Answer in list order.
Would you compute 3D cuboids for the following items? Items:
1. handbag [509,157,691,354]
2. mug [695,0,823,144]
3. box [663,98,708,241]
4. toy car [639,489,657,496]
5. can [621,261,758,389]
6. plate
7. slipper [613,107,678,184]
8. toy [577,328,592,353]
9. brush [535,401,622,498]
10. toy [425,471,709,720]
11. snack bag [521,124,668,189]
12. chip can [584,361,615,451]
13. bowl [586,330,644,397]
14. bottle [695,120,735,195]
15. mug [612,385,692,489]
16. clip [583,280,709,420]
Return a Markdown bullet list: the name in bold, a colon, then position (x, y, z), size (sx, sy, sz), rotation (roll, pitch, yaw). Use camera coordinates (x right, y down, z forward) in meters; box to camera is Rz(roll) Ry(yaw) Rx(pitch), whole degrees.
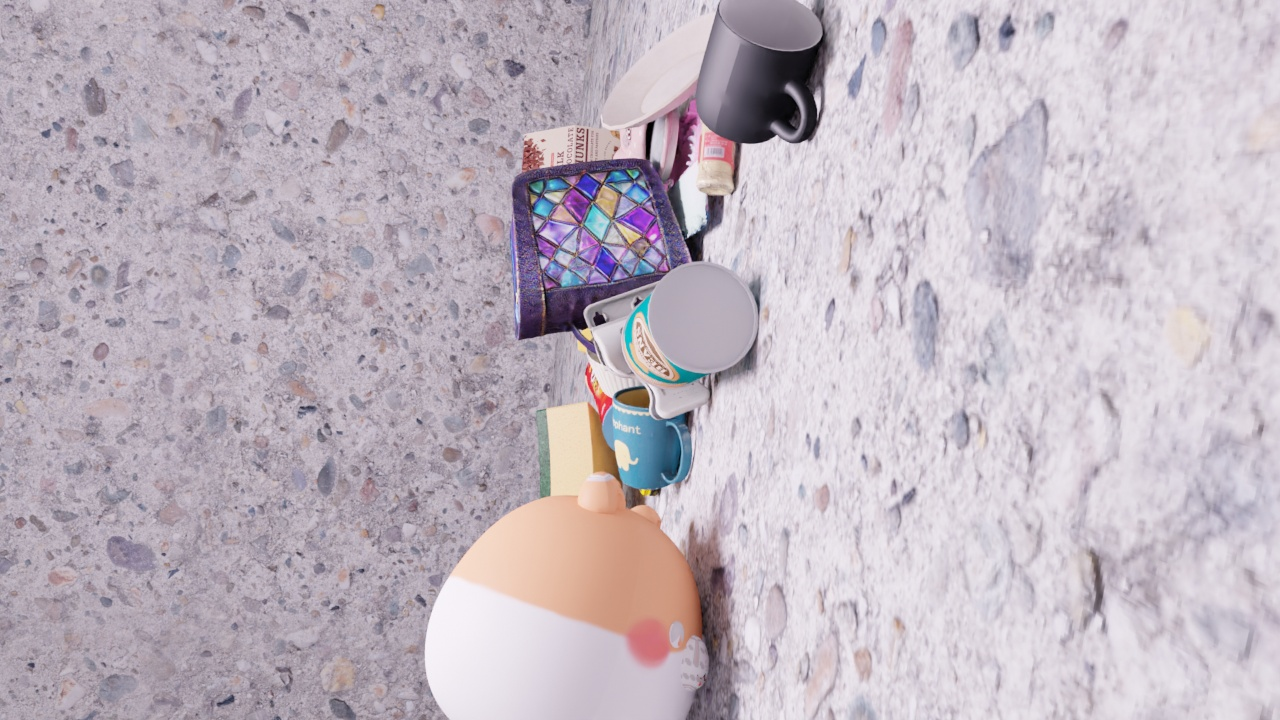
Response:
- **handbag**: position (-0.056, -0.112, 1.088), size (0.126, 0.204, 0.221), rotation (115, 144, -70)
- **mug**: position (0.101, -0.222, 0.737), size (0.121, 0.085, 0.095), rotation (56, 151, 27)
- **box**: position (0.057, -0.216, 1.082), size (0.230, 0.035, 0.159), rotation (167, 109, -79)
- **toy car**: position (0.007, 0.139, 1.194), size (0.107, 0.030, 0.049), rotation (-114, 30, -73)
- **can**: position (0.042, -0.029, 0.873), size (0.144, 0.099, 0.099), rotation (145, 130, -77)
- **plate**: position (0.035, -0.324, 1.049), size (0.189, 0.027, 0.188), rotation (-31, 33, 23)
- **slipper**: position (-0.002, -0.291, 1.188), size (0.274, 0.054, 0.114), rotation (-123, 39, -70)
- **toy**: position (-0.055, -0.153, 1.281), size (0.246, 0.267, 0.141), rotation (-47, 33, 1)
- **brush**: position (-0.079, 0.204, 1.274), size (0.195, 0.075, 0.249), rotation (67, -164, -53)
- **toy**: position (-0.059, 0.256, 0.881), size (0.280, 0.266, 0.263), rotation (-69, -27, -16)
- **snack bag**: position (-0.068, -0.278, 1.334), size (0.070, 0.206, 0.094), rotation (113, 160, -60)
- **chip can**: position (-0.023, 0.051, 1.251), size (0.213, 0.087, 0.087), rotation (-116, 33, -70)
- **bowl**: position (-0.007, 0.007, 1.138), size (0.115, 0.115, 0.062), rotation (-102, 5, -60)
- **bottle**: position (0.079, -0.226, 0.940), size (0.044, 0.044, 0.109), rotation (175, 100, -80)
- **mug**: position (0.018, 0.094, 1.042), size (0.112, 0.084, 0.104), rotation (24, 117, 50)
- **clip**: position (0.021, -0.010, 0.969), size (0.082, 0.125, 0.147), rotation (115, 135, -78)
